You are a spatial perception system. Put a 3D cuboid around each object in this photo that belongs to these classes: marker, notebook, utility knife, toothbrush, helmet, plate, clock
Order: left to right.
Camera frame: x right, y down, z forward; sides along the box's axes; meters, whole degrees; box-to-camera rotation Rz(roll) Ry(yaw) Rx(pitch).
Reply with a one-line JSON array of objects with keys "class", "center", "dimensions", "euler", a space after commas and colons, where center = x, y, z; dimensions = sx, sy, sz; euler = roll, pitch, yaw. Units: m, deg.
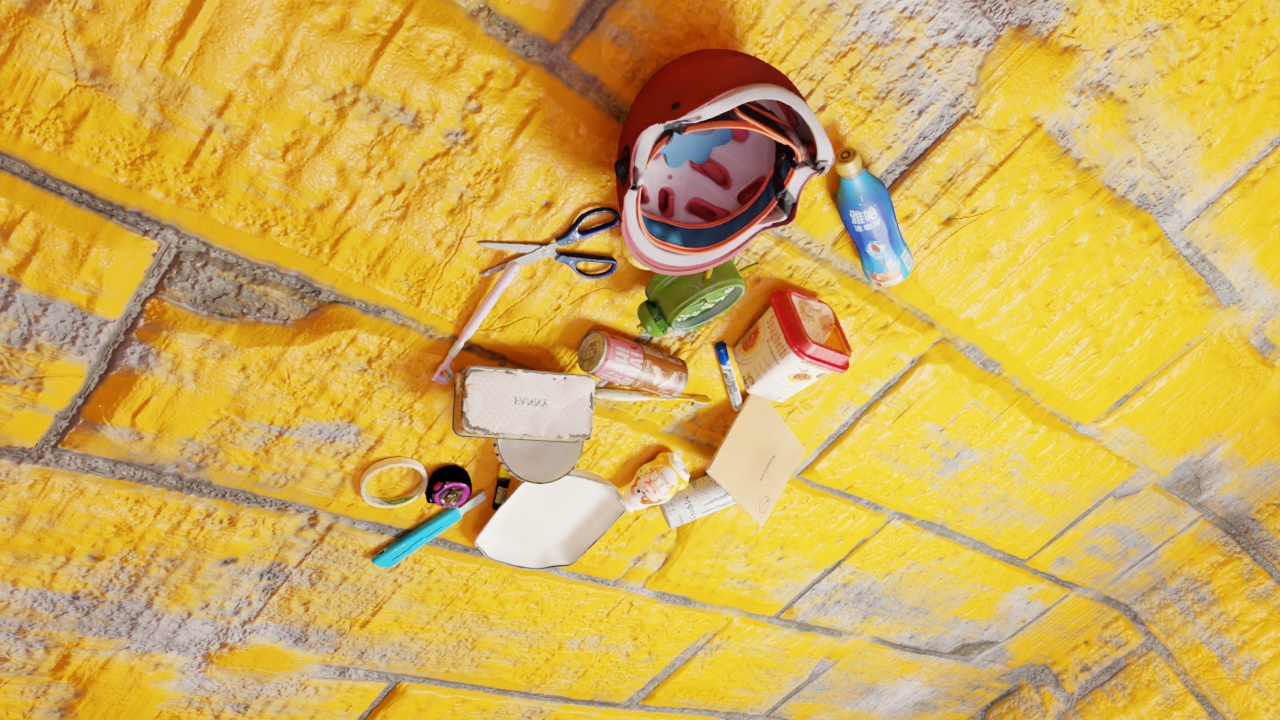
[{"class": "utility knife", "center": [-0.293, 0.236, 1.288], "dimensions": [0.188, 0.018, 0.034], "euler": [-34, 136, 5]}, {"class": "toothbrush", "center": [-0.190, -0.042, 1.060], "dimensions": [0.029, 0.021, 0.190], "euler": [-7, 142, -54]}, {"class": "marker", "center": [-0.191, 0.169, 1.275], "dimensions": [0.018, 0.015, 0.124], "euler": [-3, 135, -23]}, {"class": "plate", "center": [-0.129, 0.221, 1.296], "dimensions": [0.162, 0.034, 0.267], "euler": [17, 137, -21]}, {"class": "toothbrush", "center": [0.017, 0.053, 1.263], "dimensions": [0.191, 0.016, 0.018], "euler": [5, 137, -30]}, {"class": "clock", "center": [0.058, -0.076, 1.101], "dimensions": [0.115, 0.056, 0.162], "euler": [-10, 157, -47]}, {"class": "helmet", "center": [0.066, -0.214, 0.939], "dimensions": [0.206, 0.143, 0.241], "euler": [6, 142, -29]}, {"class": "marker", "center": [0.126, 0.026, 1.288], "dimensions": [0.017, 0.017, 0.146], "euler": [-24, 137, -3]}, {"class": "notebook", "center": [0.178, 0.148, 1.384], "dimensions": [0.147, 0.008, 0.207], "euler": [-58, 138, -14]}]

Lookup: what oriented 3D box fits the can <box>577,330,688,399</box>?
[{"class": "can", "center": [-0.007, 0.007, 1.174], "dimensions": [0.147, 0.058, 0.058], "euler": [18, 121, -38]}]

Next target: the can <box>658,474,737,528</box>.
[{"class": "can", "center": [0.102, 0.209, 1.424], "dimensions": [0.146, 0.058, 0.058], "euler": [-20, 137, -7]}]

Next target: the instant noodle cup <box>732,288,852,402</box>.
[{"class": "instant noodle cup", "center": [0.197, -0.014, 1.224], "dimensions": [0.116, 0.116, 0.124], "euler": [16, 135, -36]}]

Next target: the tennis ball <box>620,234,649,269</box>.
[{"class": "tennis ball", "center": [0.010, -0.136, 1.039], "dimensions": [0.065, 0.065, 0.066], "euler": [-14, 136, -14]}]

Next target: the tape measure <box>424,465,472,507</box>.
[{"class": "tape measure", "center": [-0.254, 0.170, 1.225], "dimensions": [0.057, 0.039, 0.058], "euler": [13, 124, -35]}]

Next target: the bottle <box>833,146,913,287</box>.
[{"class": "bottle", "center": [0.282, -0.176, 1.132], "dimensions": [0.065, 0.065, 0.219], "euler": [-33, 137, 7]}]

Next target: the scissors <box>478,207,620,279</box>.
[{"class": "scissors", "center": [-0.093, -0.129, 1.035], "dimensions": [0.163, 0.012, 0.161], "euler": [24, 120, -39]}]

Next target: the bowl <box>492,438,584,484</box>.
[{"class": "bowl", "center": [-0.137, 0.101, 1.180], "dimensions": [0.116, 0.116, 0.066], "euler": [-2, 174, -24]}]

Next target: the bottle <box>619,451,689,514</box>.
[{"class": "bottle", "center": [0.018, 0.184, 1.354], "dimensions": [0.108, 0.063, 0.063], "euler": [-37, 136, 11]}]

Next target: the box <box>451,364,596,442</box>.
[{"class": "box", "center": [-0.135, 0.054, 1.119], "dimensions": [0.184, 0.089, 0.061], "euler": [8, 170, -25]}]

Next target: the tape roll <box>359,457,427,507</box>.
[{"class": "tape roll", "center": [-0.323, 0.160, 1.201], "dimensions": [0.085, 0.014, 0.086], "euler": [-13, 135, -14]}]
